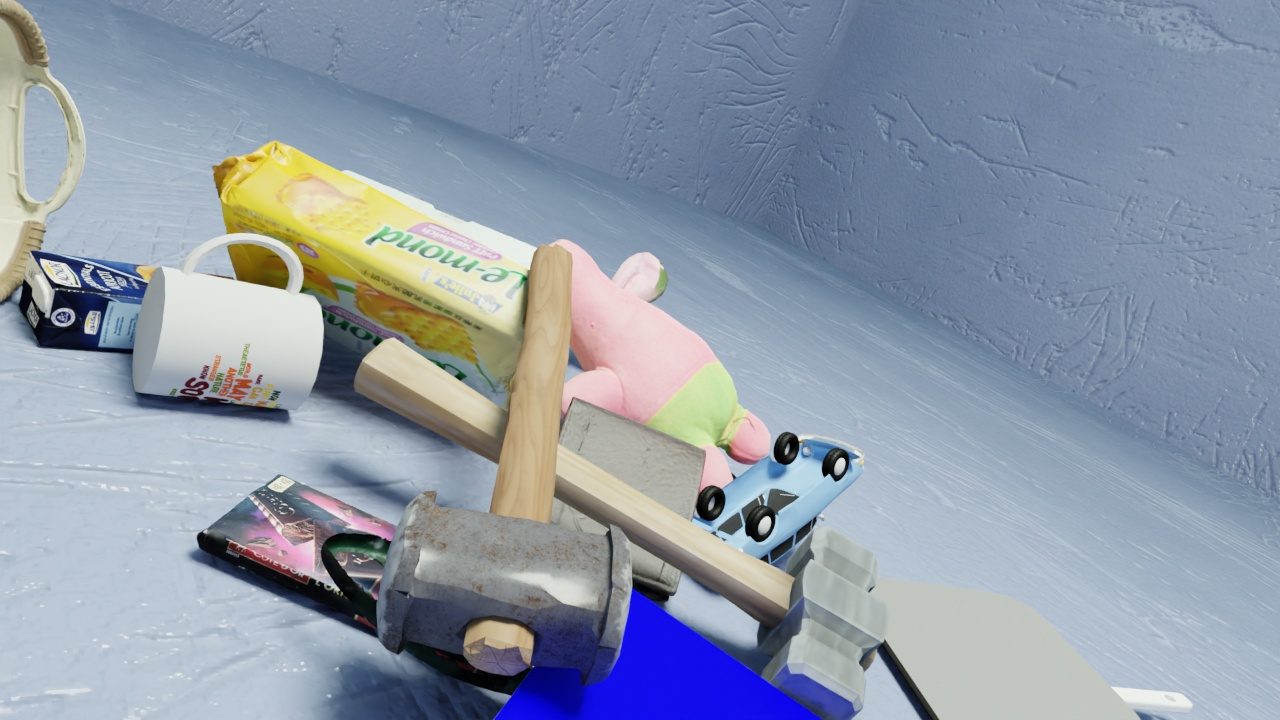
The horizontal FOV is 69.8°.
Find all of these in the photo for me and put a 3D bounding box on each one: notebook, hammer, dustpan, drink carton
[{"bbox_3d":[0.023,0.178,0.365,0.171,0.022,0.208,33,16,7],"label":"notebook"},{"bbox_3d":[-0.013,0.082,0.514,0.323,0.051,0.117,30,33,1],"label":"hammer"},{"bbox_3d":[0.276,0.217,0.632,0.257,0.033,0.163,9,18,-14],"label":"dustpan"},{"bbox_3d":[-0.054,0.021,0.476,0.098,0.052,0.327,12,33,-8],"label":"hammer"},{"bbox_3d":[-0.324,-0.034,0.598,0.129,0.040,0.064,5,23,-48],"label":"drink carton"}]

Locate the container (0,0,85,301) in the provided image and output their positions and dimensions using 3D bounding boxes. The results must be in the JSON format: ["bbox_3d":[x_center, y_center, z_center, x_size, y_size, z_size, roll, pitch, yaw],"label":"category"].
[{"bbox_3d":[-0.414,-0.108,0.475,0.142,0.185,0.246,9,17,-12],"label":"container"}]

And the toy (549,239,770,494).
[{"bbox_3d":[-0.004,0.004,0.702,0.236,0.097,0.191,50,29,10],"label":"toy"}]

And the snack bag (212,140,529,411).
[{"bbox_3d":[-0.178,-0.055,0.644,0.247,0.068,0.160,27,-25,-6],"label":"snack bag"}]

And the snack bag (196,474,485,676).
[{"bbox_3d":[-0.129,0.104,0.451,0.155,0.018,0.074,25,15,-1],"label":"snack bag"}]

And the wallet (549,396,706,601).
[{"bbox_3d":[-0.013,0.083,0.578,0.099,0.031,0.119,22,46,-4],"label":"wallet"}]

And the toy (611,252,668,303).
[{"bbox_3d":[-0.087,-0.071,0.916,0.205,0.131,0.105,25,15,25],"label":"toy"}]

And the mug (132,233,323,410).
[{"bbox_3d":[-0.247,-0.026,0.557,0.089,0.105,0.073,11,7,-38],"label":"mug"}]

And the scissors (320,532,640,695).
[{"bbox_3d":[-0.058,0.126,0.425,0.204,0.015,0.201,31,16,-16],"label":"scissors"}]

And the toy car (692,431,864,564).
[{"bbox_3d":[0.093,0.098,0.631,0.153,0.055,0.056,-29,31,-37],"label":"toy car"}]

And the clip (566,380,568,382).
[{"bbox_3d":[-0.011,0.047,0.809,0.126,0.028,0.113,9,18,-44],"label":"clip"}]

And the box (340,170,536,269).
[{"bbox_3d":[-0.177,-0.064,0.747,0.197,0.126,0.075,23,16,0],"label":"box"}]

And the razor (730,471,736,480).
[{"bbox_3d":[0.008,0.079,0.731,0.144,0.022,0.042,24,27,22],"label":"razor"}]
